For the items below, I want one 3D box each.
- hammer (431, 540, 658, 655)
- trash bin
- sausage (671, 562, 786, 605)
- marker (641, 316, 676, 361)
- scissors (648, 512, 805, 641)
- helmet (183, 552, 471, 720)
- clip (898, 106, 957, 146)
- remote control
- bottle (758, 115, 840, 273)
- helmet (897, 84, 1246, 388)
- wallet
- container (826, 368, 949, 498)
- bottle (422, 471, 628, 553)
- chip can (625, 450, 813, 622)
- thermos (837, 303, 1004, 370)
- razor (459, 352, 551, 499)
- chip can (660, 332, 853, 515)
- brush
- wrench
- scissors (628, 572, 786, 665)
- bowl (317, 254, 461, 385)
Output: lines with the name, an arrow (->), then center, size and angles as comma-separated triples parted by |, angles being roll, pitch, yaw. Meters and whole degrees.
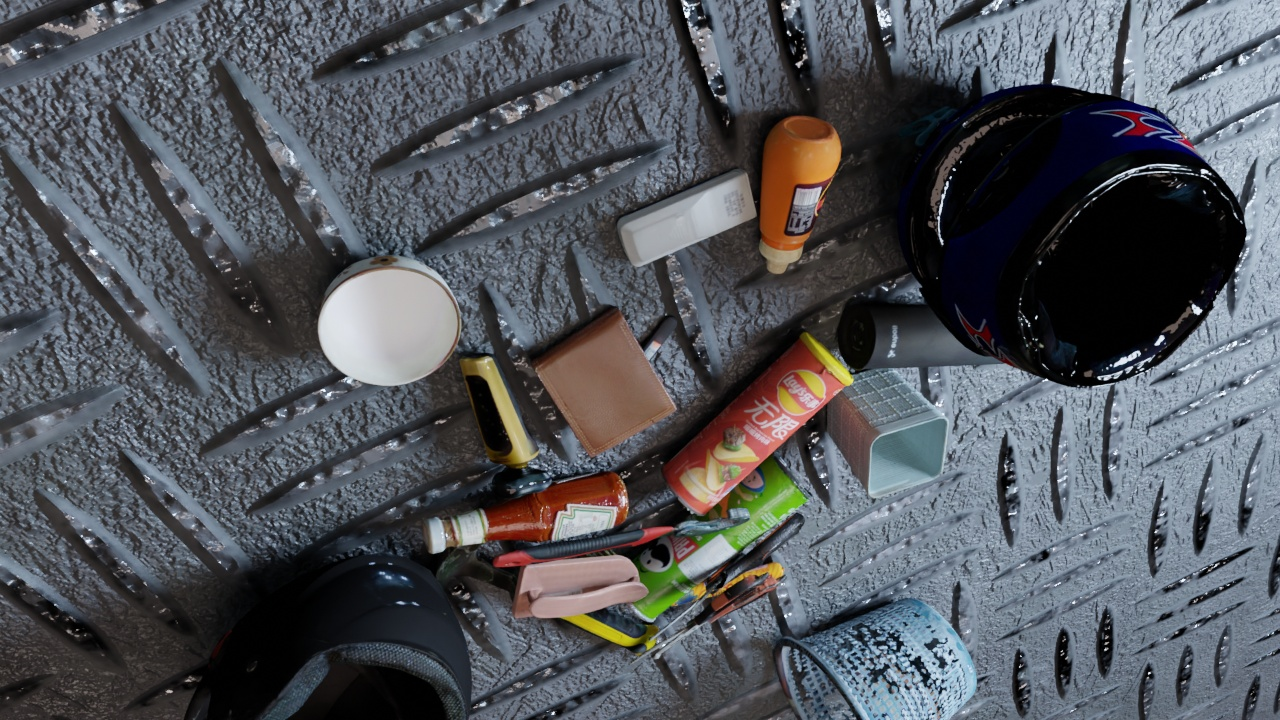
hammer -> -0.101, 0.278, 1.050 | 0.126, 0.032, 0.323 | -45, 127, 13
trash bin -> 0.321, 0.425, 1.215 | 0.194, 0.226, 0.227 | -25, 130, -19
sausage -> 0.104, 0.276, 1.131 | 0.165, 0.021, 0.021 | -12, 127, -13
marker -> -0.005, 0.005, 0.906 | 0.018, 0.015, 0.124 | 30, 107, -32
scissors -> 0.099, 0.243, 1.025 | 0.220, 0.021, 0.229 | -37, 169, -8
helmet -> -0.292, 0.317, 0.884 | 0.275, 0.229, 0.233 | -27, 119, 16
clip -> 0.269, -0.217, 0.848 | 0.055, 0.038, 0.013 | -31, 131, -6
remote control -> 0.042, -0.127, 0.825 | 0.125, 0.024, 0.049 | -24, 129, -4
bottle -> 0.136, -0.142, 0.828 | 0.066, 0.066, 0.150 | -8, 133, -16
helmet -> 0.343, -0.122, 0.797 | 0.315, 0.240, 0.248 | 20, 114, -42
wallet -> -0.034, 0.022, 0.885 | 0.101, 0.032, 0.124 | -30, 114, 2
container -> 0.260, 0.072, 0.990 | 0.090, 0.111, 0.090 | -15, 126, -11
bottle -> -0.115, 0.157, 0.929 | 0.205, 0.059, 0.060 | -8, 126, -23
chip can -> 0.081, 0.199, 1.037 | 0.236, 0.072, 0.072 | -39, 128, 9
thermos -> 0.331, -0.038, 0.978 | 0.242, 0.068, 0.090 | -3, 92, -21
razor -> -0.134, 0.064, 0.871 | 0.062, 0.067, 0.168 | -2, 124, 20
chip can -> 0.119, 0.067, 0.960 | 0.217, 0.073, 0.073 | -44, 127, 13
brush -> -0.064, 0.239, 0.976 | 0.145, 0.073, 0.063 | 2, 110, -32
wrench -> -0.016, 0.185, 0.948 | 0.273, 0.016, 0.056 | -7, 156, -15
scissors -> 0.083, 0.305, 1.095 | 0.226, 0.015, 0.189 | -24, 157, -15
bowl -> -0.210, -0.041, 0.765 | 0.113, 0.062, 0.114 | -9, 125, -13
